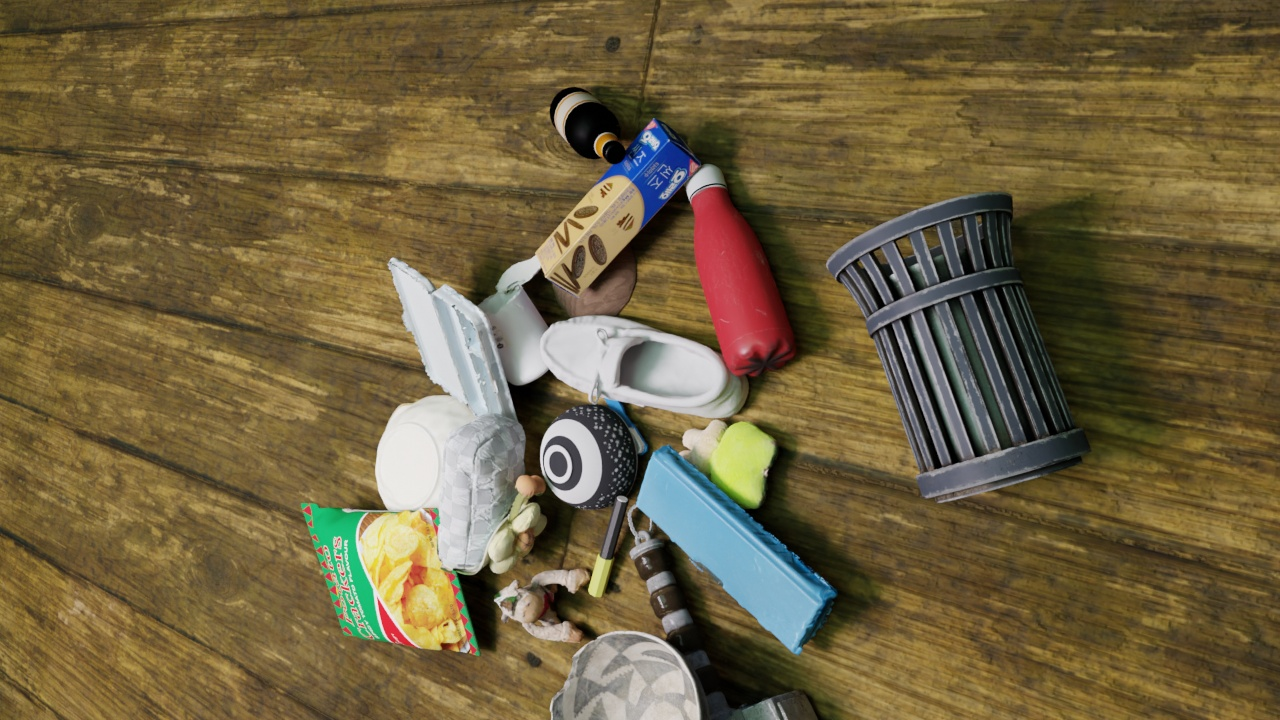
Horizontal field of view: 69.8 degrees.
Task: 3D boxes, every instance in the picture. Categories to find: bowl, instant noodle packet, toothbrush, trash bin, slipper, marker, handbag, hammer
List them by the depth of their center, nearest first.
[{"bbox_3d":[0.276,-0.004,0.790,0.165,0.164,0.227,-22,77,28],"label":"trash bin"},{"bbox_3d":[0.002,0.354,0.876,0.179,0.081,0.178,-20,56,33],"label":"bowl"},{"bbox_3d":[0.050,0.301,0.953,0.177,0.079,0.326,-36,62,24],"label":"hammer"},{"bbox_3d":[-0.006,0.006,0.999,0.247,0.074,0.112,15,67,28],"label":"slipper"},{"bbox_3d":[-0.036,0.208,1.028,0.021,0.017,0.124,-127,49,-61],"label":"marker"},{"bbox_3d":[-0.070,0.111,1.031,0.120,0.066,0.120,5,97,40],"label":"bowl"},{"bbox_3d":[-0.166,0.153,1.049,0.123,0.112,0.172,14,111,26],"label":"handbag"},{"bbox_3d":[-0.040,0.037,1.050,0.016,0.014,0.166,-42,72,30],"label":"toothbrush"},{"bbox_3d":[-0.062,-0.102,1.082,0.118,0.030,0.117,-4,83,32],"label":"bowl"},{"bbox_3d":[-0.319,0.272,1.155,0.253,0.090,0.196,-4,106,34],"label":"instant noodle packet"},{"bbox_3d":[-0.280,0.137,1.178,0.219,0.060,0.189,38,105,28],"label":"bowl"}]

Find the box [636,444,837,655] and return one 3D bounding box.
[{"bbox_3d":[0.096,0.183,0.928,0.231,0.052,0.093,39,134,28],"label":"box"}]

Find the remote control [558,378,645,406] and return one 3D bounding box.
[{"bbox_3d":[-0.043,0.021,1.068,0.131,0.012,0.033,17,102,32],"label":"remote control"}]

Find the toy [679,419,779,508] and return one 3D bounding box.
[{"bbox_3d":[0.089,0.105,0.960,0.115,0.046,0.092,14,92,39],"label":"toy"}]

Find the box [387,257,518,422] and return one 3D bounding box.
[{"bbox_3d":[-0.223,-0.013,1.101,0.189,0.037,0.209,34,147,38],"label":"box"}]

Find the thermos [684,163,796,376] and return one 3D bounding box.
[{"bbox_3d":[0.095,-0.102,0.960,0.073,0.073,0.239,-27,64,27],"label":"thermos"}]

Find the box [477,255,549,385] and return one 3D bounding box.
[{"bbox_3d":[-0.137,-0.051,1.111,0.080,0.149,0.106,-15,119,33],"label":"box"}]

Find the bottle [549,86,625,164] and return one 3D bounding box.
[{"bbox_3d":[-0.054,-0.258,1.030,0.059,0.059,0.181,-56,32,15],"label":"bottle"}]

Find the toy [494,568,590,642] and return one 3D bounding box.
[{"bbox_3d":[-0.116,0.270,1.040,0.074,0.105,0.085,3,78,53],"label":"toy"}]

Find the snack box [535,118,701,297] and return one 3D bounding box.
[{"bbox_3d":[-0.028,-0.166,1.007,0.207,0.057,0.056,-46,40,18],"label":"snack box"}]
